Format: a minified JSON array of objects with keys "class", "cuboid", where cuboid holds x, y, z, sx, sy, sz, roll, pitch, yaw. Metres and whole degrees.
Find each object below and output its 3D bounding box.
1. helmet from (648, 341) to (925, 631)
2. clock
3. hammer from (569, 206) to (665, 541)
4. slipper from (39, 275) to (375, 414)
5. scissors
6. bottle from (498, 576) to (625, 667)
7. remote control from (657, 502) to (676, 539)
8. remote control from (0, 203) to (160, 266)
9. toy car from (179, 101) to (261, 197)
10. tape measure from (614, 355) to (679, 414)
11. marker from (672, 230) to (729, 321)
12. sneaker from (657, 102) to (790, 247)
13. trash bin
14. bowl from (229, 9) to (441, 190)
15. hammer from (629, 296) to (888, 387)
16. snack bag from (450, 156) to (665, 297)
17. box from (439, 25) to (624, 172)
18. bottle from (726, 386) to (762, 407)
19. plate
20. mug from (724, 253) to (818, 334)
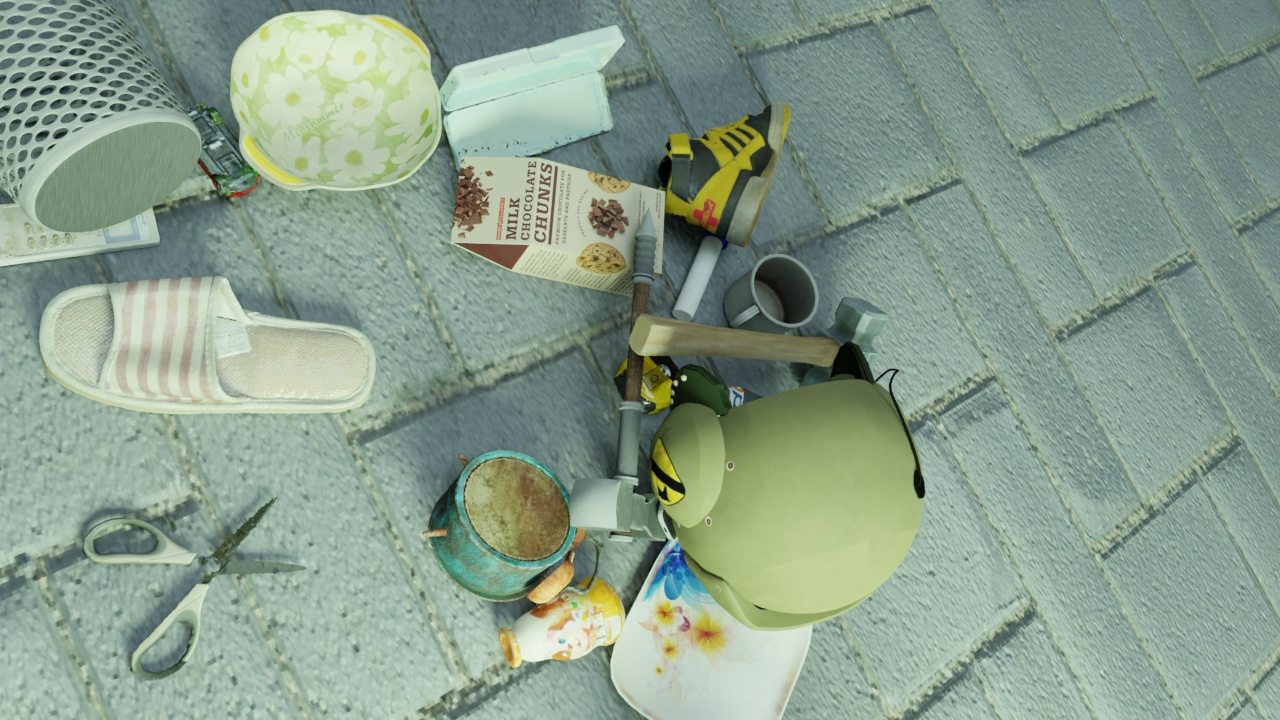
[{"class":"helmet","cuboid":[0.127,0.117,0.822,0.249,0.256,0.232,-8,73,-25]},{"class":"clock","cuboid":[-0.107,0.155,0.808,0.157,0.074,0.121,31,40,-13]},{"class":"hammer","cuboid":[-0.005,0.007,0.867,0.043,0.156,0.321,-1,75,21]},{"class":"slipper","cuboid":[-0.355,-0.012,0.773,0.262,0.052,0.115,8,71,-22]},{"class":"scissors","cuboid":[-0.362,0.169,0.733,0.157,0.013,0.170,32,63,-13]},{"class":"bottle","cuboid":[-0.070,0.235,0.815,0.109,0.063,0.063,-15,80,-27]},{"class":"remote control","cuboid":[0.040,0.104,0.906,0.045,0.008,0.146,67,30,-44]},{"class":"remote control","cuboid":[-0.483,-0.112,0.771,0.135,0.011,0.050,-13,79,-27]},{"class":"toy car","cuboid":[-0.383,-0.187,0.827,0.091,0.036,0.042,49,60,-2]},{"class":"tape measure","cuboid":[0.010,0.021,0.937,0.064,0.037,0.065,-35,90,-30]},{"class":"marker","cuboid":[0.070,-0.102,1.013,0.027,0.023,0.132,38,61,-27]},{"class":"sneaker","cuboid":[0.091,-0.226,1.031,0.122,0.086,0.237,19,46,3]},{"class":"trash bin","cuboid":[-0.463,-0.214,0.726,0.156,0.157,0.183,-37,88,-30]},{"class":"bowl","cuboid":[-0.289,-0.235,0.873,0.188,0.060,0.218,37,61,-9]},{"class":"hammer","cuboid":[0.121,-0.015,0.912,0.322,0.117,0.051,4,27,-41]},{"class":"snack bag","cuboid":[-0.085,-0.139,0.928,0.206,0.070,0.094,11,69,-21]},{"class":"box","cuboid":[-0.106,-0.270,0.944,0.197,0.078,0.122,-26,125,-28]},{"class":"bottle","cuboid":[0.114,0.056,0.968,0.112,0.047,0.046,25,65,-16]},{"class":"plate","cuboid":[0.070,0.276,0.892,0.187,0.016,0.186,36,62,-10]},{"class":"mug","cuboid":[0.131,-0.060,1.000,0.113,0.071,0.084,-31,88,-29]}]
